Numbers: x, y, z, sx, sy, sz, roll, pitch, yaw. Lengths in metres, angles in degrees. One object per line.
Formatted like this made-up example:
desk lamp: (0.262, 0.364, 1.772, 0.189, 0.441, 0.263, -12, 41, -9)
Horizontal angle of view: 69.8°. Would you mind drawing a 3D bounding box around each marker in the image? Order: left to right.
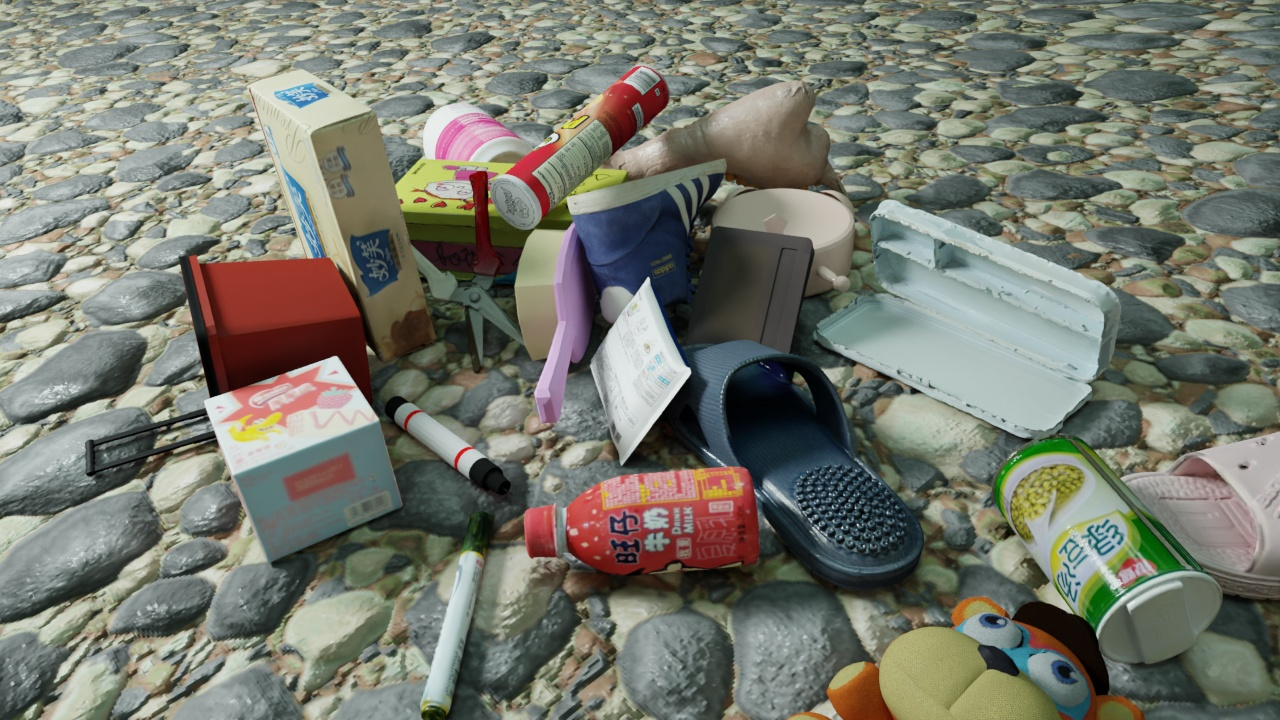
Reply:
marker: (-0.136, 0.062, 0.657, 0.019, 0.019, 0.146, -31, 43, -34)
marker: (-0.105, 0.144, 0.537, 0.017, 0.017, 0.146, -2, 34, 3)

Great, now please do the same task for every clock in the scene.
clock: (0.131, -0.121, 0.848, 0.131, 0.086, 0.160, 5, 29, 12)

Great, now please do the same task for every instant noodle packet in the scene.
instant noodle packet: (-0.004, 0.004, 0.680, 0.026, 0.087, 0.134, 23, 25, -27)

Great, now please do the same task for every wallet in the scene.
wallet: (0.086, -0.050, 0.747, 0.091, 0.018, 0.115, 11, 75, 19)

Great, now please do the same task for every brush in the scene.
brush: (-0.071, -0.029, 0.722, 0.043, 0.089, 0.228, -4, 34, 7)

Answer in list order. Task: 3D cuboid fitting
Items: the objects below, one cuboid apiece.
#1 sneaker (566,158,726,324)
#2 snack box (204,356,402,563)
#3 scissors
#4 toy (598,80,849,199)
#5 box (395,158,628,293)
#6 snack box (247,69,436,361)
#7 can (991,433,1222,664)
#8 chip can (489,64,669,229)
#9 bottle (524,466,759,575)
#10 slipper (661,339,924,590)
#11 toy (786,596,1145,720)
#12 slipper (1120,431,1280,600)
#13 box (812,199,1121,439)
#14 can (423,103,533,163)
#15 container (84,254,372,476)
sneaker: (0.026, -0.105, 0.812, 0.092, 0.118, 0.232, -8, 12, 28)
snack box: (-0.225, 0.062, 0.612, 0.092, 0.080, 0.095, -21, 38, -24)
scissors: (-0.160, -0.084, 0.793, 0.179, 0.015, 0.196, 10, 69, 15)
toy: (0.068, -0.190, 0.947, 0.265, 0.196, 0.065, -22, 36, 19)
box: (-0.126, -0.133, 0.886, 0.221, 0.083, 0.124, 4, 36, 14)
snack box: (-0.248, -0.120, 0.768, 0.055, 0.208, 0.153, -27, 41, -27)
can: (0.257, 0.103, 0.517, 0.067, 0.067, 0.120, -8, 35, -7)
chip can: (-0.050, -0.200, 0.839, 0.052, 0.052, 0.214, 19, 50, 29)
bottle: (0.000, 0.099, 0.555, 0.137, 0.062, 0.061, -5, 35, 0)
slipper: (0.095, 0.039, 0.616, 0.101, 0.083, 0.263, -16, 37, -20)
toy: (0.148, 0.171, 0.419, 0.175, 0.096, 0.112, -16, 34, -36)
slipper: (0.406, 0.083, 0.536, 0.239, 0.064, 0.094, -1, 35, 1)
box: (0.247, -0.042, 0.697, 0.211, 0.106, 0.129, 27, 49, 37)
can: (-0.178, -0.225, 1.015, 0.088, 0.088, 0.166, -20, 38, -22)
container: (-0.316, 0.000, 0.684, 0.200, 0.127, 0.148, -13, 35, -24)
